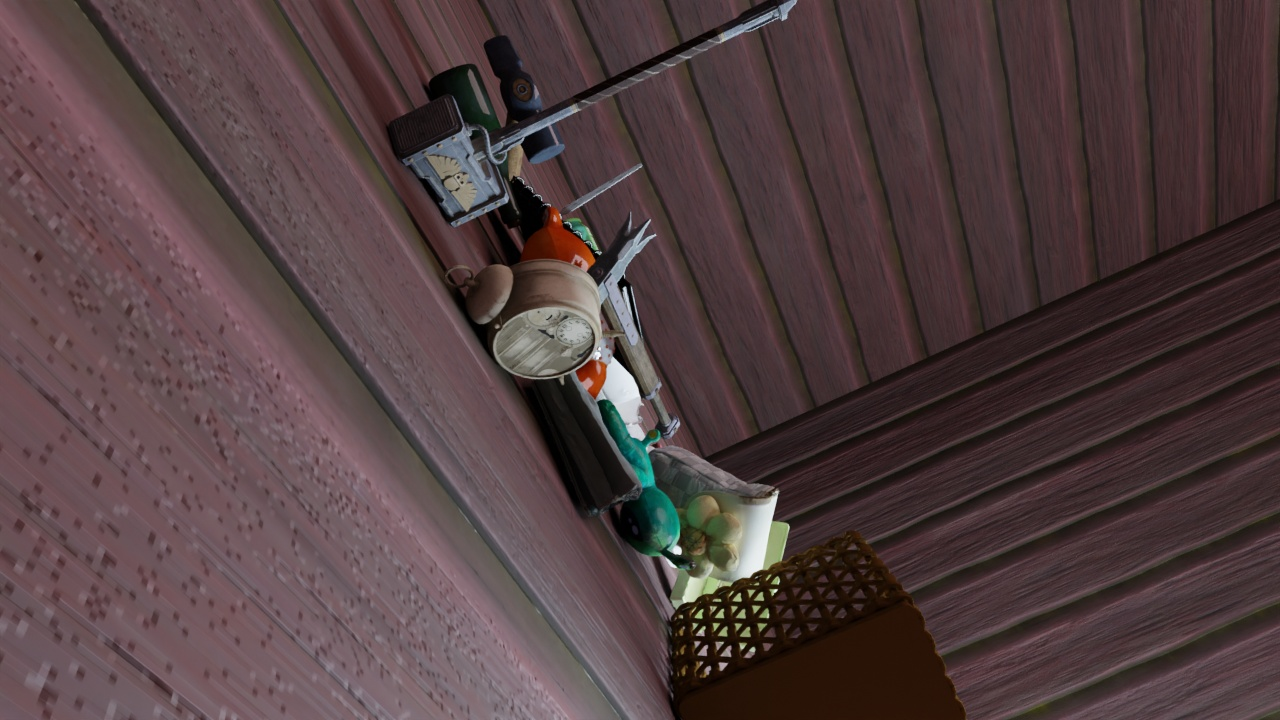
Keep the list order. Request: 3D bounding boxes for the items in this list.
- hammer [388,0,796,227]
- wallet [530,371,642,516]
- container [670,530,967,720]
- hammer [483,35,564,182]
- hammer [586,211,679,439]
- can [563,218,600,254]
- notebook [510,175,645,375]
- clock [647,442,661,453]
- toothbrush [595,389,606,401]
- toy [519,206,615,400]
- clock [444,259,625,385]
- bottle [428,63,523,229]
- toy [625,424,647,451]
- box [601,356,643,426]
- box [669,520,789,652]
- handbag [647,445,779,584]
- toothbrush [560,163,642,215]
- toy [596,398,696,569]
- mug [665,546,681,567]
[{"bbox_3d":[-0.028,-0.211,0.715,0.098,0.322,0.044,59,7,-61],"label":"hammer"},{"bbox_3d":[-0.047,0.066,0.786,0.100,0.054,0.131,94,-29,-78],"label":"wallet"},{"bbox_3d":[0.177,0.340,0.862,0.214,0.219,0.251,-72,137,-85],"label":"container"},{"bbox_3d":[-0.146,-0.252,1.055,0.129,0.040,0.322,65,-12,0],"label":"hammer"},{"bbox_3d":[-0.005,0.005,0.941,0.028,0.146,0.317,25,-21,27],"label":"hammer"},{"bbox_3d":[-0.083,-0.105,1.200,0.083,0.083,0.144,36,30,-83],"label":"can"},{"bbox_3d":[-0.070,-0.091,1.022,0.231,0.019,0.169,45,-20,35],"label":"notebook"},{"bbox_3d":[0.022,0.160,1.277,0.124,0.044,0.087,50,15,-83],"label":"clock"},{"bbox_3d":[-0.080,-0.010,1.078,0.024,0.022,0.186,38,-22,55],"label":"toothbrush"},{"bbox_3d":[-0.080,-0.055,0.909,0.173,0.093,0.163,81,-7,-49],"label":"toy"},{"bbox_3d":[-0.086,-0.033,0.681,0.140,0.093,0.054,29,34,-38],"label":"clock"},{"bbox_3d":[-0.168,-0.225,0.983,0.055,0.055,0.174,-96,164,-80],"label":"bottle"},{"bbox_3d":[-0.015,0.097,1.206,0.125,0.037,0.076,-108,176,-47],"label":"toy"},{"bbox_3d":[-0.028,0.015,1.148,0.160,0.092,0.081,60,23,-29],"label":"box"},{"bbox_3d":[0.104,0.247,1.102,0.133,0.061,0.187,31,45,-8],"label":"box"},{"bbox_3d":[0.056,0.168,1.014,0.172,0.123,0.113,22,-69,38],"label":"handbag"},{"bbox_3d":[-0.077,-0.210,1.200,0.010,0.181,0.010,61,6,10],"label":"toothbrush"},{"bbox_3d":[0.002,0.126,0.917,0.131,0.072,0.193,118,-51,-83],"label":"toy"},{"bbox_3d":[0.055,0.216,1.175,0.115,0.068,0.094,-106,170,-70],"label":"mug"}]
